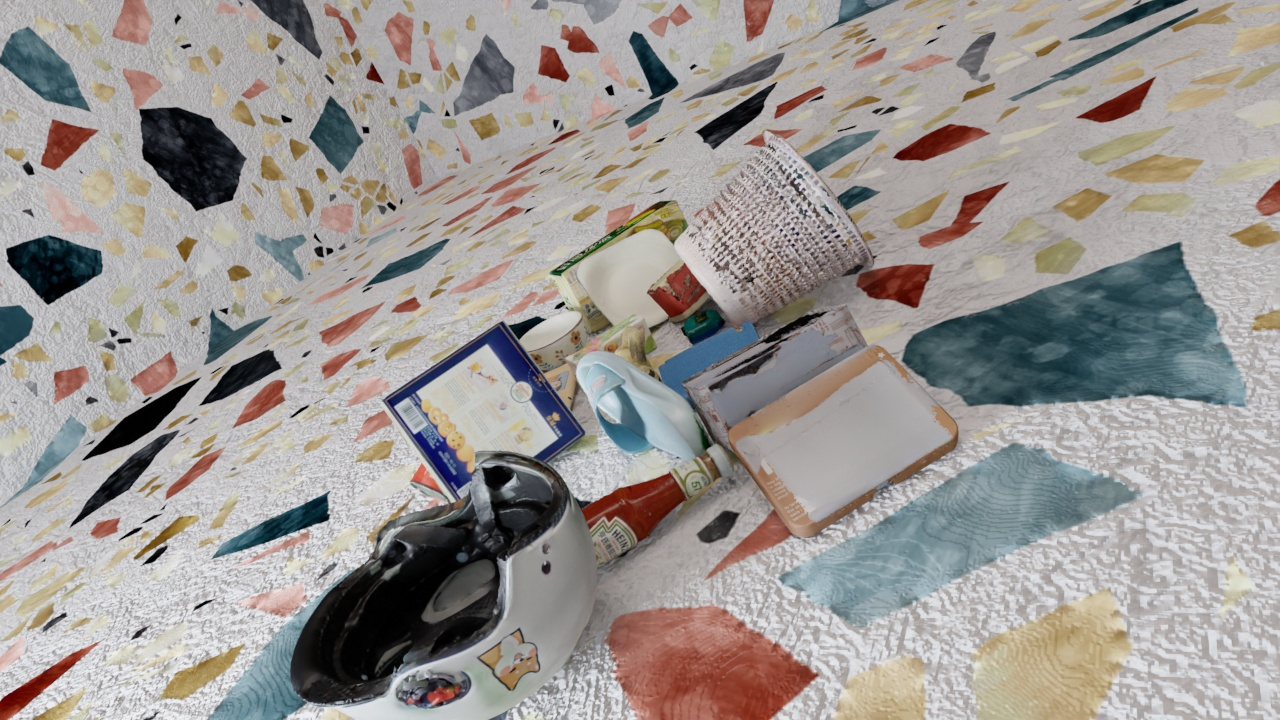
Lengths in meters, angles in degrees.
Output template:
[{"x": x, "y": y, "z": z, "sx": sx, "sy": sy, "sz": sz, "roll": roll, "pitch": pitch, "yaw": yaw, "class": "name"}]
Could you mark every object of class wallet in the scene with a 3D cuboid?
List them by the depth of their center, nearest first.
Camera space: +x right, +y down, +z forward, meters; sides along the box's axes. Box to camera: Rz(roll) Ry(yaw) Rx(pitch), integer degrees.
[{"x": 0.091, "y": 0.010, "z": 1.128, "sx": 0.133, "sy": 0.040, "sz": 0.106, "roll": -25, "pitch": 32, "yaw": 6, "class": "wallet"}, {"x": -0.132, "y": 0.049, "z": 1.309, "sx": 0.087, "sy": 0.024, "sz": 0.115, "roll": -17, "pitch": 30, "yaw": 15, "class": "wallet"}]

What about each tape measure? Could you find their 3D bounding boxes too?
[{"x": 0.086, "y": -0.050, "z": 1.275, "sx": 0.058, "sy": 0.025, "sz": 0.054, "roll": -27, "pitch": 24, "yaw": 0, "class": "tape measure"}]

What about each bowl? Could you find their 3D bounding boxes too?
[{"x": -0.127, "y": -0.020, "z": 1.399, "sx": 0.113, "sy": 0.062, "sz": 0.113, "roll": -22, "pitch": 23, "yaw": 10, "class": "bowl"}]

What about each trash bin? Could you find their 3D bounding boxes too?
[{"x": 0.161, "y": -0.154, "z": 1.205, "sx": 0.192, "sy": 0.227, "sz": 0.227, "roll": -39, "pitch": 22, "yaw": 7, "class": "trash bin"}]

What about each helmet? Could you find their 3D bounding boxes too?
[{"x": -0.146, "y": 0.220, "z": 0.800, "sx": 0.274, "sy": 0.157, "sz": 0.230, "roll": -41, "pitch": 26, "yaw": -4, "class": "helmet"}]

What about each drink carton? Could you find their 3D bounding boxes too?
[{"x": -0.042, "y": -0.012, "z": 1.299, "sx": 0.122, "sy": 0.053, "sz": 0.045, "roll": -34, "pitch": 23, "yaw": -17, "class": "drink carton"}]

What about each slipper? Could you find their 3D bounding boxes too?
[{"x": -0.006, "y": 0.065, "z": 1.048, "sx": 0.074, "sy": 0.104, "sz": 0.245, "roll": -37, "pitch": 31, "yaw": -17, "class": "slipper"}]

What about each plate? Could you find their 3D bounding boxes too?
[{"x": 0.000, "y": -0.116, "z": 1.416, "sx": 0.163, "sy": 0.034, "sz": 0.164, "roll": -29, "pitch": 63, "yaw": -16, "class": "plate"}]

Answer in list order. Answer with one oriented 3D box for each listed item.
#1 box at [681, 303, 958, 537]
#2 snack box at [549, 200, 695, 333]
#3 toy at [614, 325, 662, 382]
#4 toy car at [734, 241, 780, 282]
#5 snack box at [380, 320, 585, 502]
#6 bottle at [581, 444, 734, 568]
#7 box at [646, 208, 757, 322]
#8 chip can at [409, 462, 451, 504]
[{"x": 0.161, "y": 0.040, "z": 0.903, "sx": 0.179, "sy": 0.126, "sz": 0.273, "roll": -30, "pitch": 28, "yaw": -5, "class": "box"}, {"x": -0.021, "y": -0.155, "z": 1.496, "sx": 0.239, "sy": 0.114, "sz": 0.063, "roll": -36, "pitch": 22, "yaw": -18, "class": "snack box"}, {"x": -0.007, "y": 0.007, "z": 1.207, "sx": 0.157, "sy": 0.066, "sz": 0.105, "roll": -106, "pitch": 38, "yaw": -61, "class": "toy"}, {"x": 0.175, "y": -0.147, "z": 1.359, "sx": 0.090, "sy": 0.035, "sz": 0.042, "roll": -44, "pitch": 8, "yaw": -23, "class": "toy car"}, {"x": -0.192, "y": 0.073, "z": 1.130, "sx": 0.182, "sy": 0.178, "sz": 0.046, "roll": -36, "pitch": -3, "yaw": -20, "class": "snack box"}, {"x": -0.001, "y": 0.149, "z": 0.915, "sx": 0.206, "sy": 0.060, "sz": 0.060, "roll": -30, "pitch": 23, "yaw": -6, "class": "bottle"}, {"x": 0.089, "y": -0.142, "z": 1.339, "sx": 0.168, "sy": 0.079, "sz": 0.091, "roll": -45, "pitch": 9, "yaw": -14, "class": "box"}, {"x": -0.216, "y": 0.080, "z": 1.185, "sx": 0.073, "sy": 0.073, "sz": 0.216, "roll": 2, "pitch": 58, "yaw": 49, "class": "chip can"}]
